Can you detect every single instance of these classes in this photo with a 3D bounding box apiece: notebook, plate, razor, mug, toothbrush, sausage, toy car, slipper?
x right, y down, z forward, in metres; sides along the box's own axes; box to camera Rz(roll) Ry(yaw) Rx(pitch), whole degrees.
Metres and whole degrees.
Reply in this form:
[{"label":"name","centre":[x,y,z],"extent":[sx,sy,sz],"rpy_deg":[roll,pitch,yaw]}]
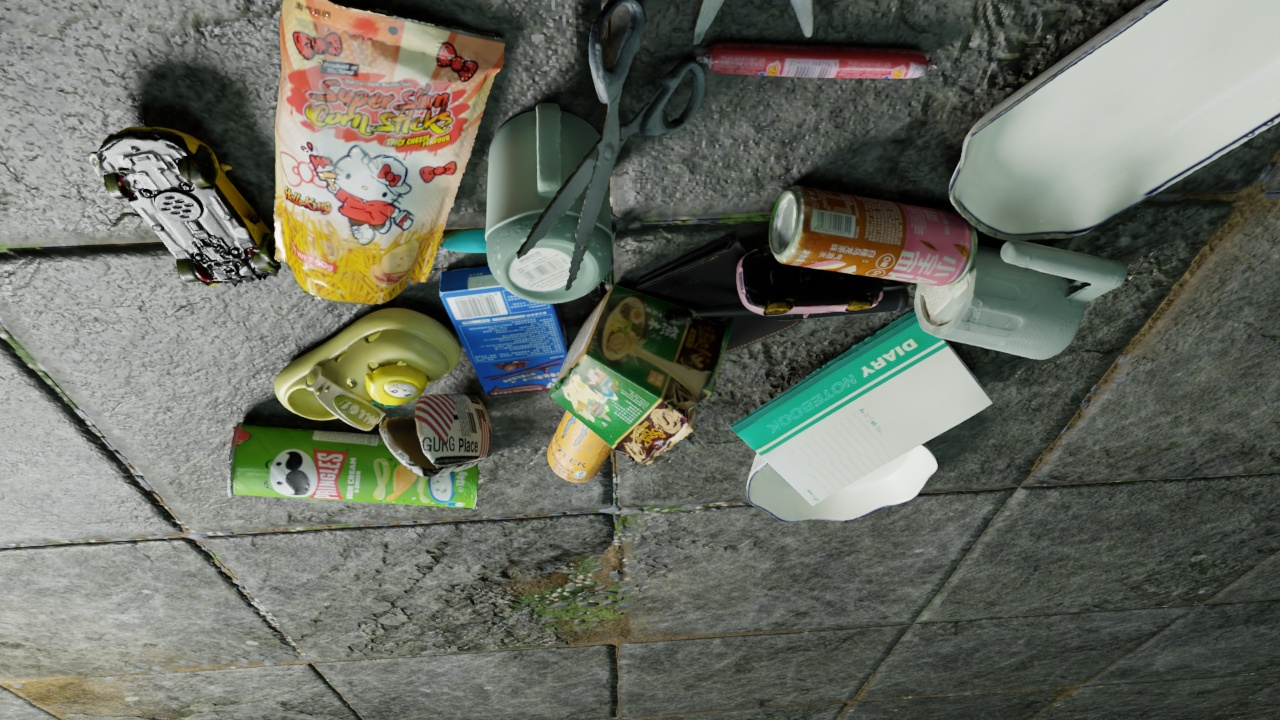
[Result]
[{"label":"notebook","centre":[0.213,0.051,0.883],"extent":[0.209,0.012,0.150],"rpy_deg":[-35,124,21]},{"label":"plate","centre":[0.332,-0.175,0.609],"extent":[0.162,0.034,0.267],"rpy_deg":[23,136,-35]},{"label":"razor","centre":[-0.084,-0.086,0.690],"extent":[0.132,0.028,0.043],"rpy_deg":[1,122,-15]},{"label":"mug","centre":[-0.059,-0.107,0.596],"extent":[0.082,0.106,0.112],"rpy_deg":[0,144,-6]},{"label":"plate","centre":[0.216,0.118,1.008],"extent":[0.205,0.045,0.205],"rpy_deg":[-3,146,-2]},{"label":"toothbrush","centre":[0.120,-0.044,0.747],"extent":[0.212,0.027,0.026],"rpy_deg":[-6,119,-16]},{"label":"sausage","centre":[0.112,-0.188,0.577],"extent":[0.156,0.020,0.020],"rpy_deg":[0,145,-7]},{"label":"toy car","centre":[-0.302,-0.104,0.627],"extent":[0.071,0.041,0.156],"rpy_deg":[-9,147,5]},{"label":"slipper","centre":[-0.237,0.024,0.788],"extent":[0.191,0.081,0.091],"rpy_deg":[-21,145,26]},{"label":"toy car","centre":[0.133,-0.063,0.721],"extent":[0.122,0.056,0.037],"rpy_deg":[-3,174,-17]},{"label":"mug","centre":[0.295,-0.056,0.725],"extent":[0.103,0.083,0.124],"rpy_deg":[9,158,-17]}]

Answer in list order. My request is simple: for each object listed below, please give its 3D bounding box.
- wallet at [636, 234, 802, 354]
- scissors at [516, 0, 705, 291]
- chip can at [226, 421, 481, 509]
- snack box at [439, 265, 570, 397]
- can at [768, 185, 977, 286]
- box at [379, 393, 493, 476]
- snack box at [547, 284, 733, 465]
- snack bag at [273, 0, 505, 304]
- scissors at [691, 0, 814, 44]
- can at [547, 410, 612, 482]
[{"label":"wallet","centre":[0.069,-0.051,0.771],"extent":[0.097,0.020,0.122],"rpy_deg":[-24,139,26]},{"label":"scissors","centre":[-0.016,-0.132,0.550],"extent":[0.171,0.014,0.159],"rpy_deg":[-26,117,-35]},{"label":"chip can","centre":[-0.277,0.105,0.906],"extent":[0.236,0.072,0.072],"rpy_deg":[6,144,-15]},{"label":"snack box","centre":[-0.108,-0.023,0.780],"extent":[0.084,0.026,0.157],"rpy_deg":[-7,145,3]},{"label":"can","centre":[0.173,-0.092,0.688],"extent":[0.147,0.057,0.058],"rpy_deg":[6,144,-16]},{"label":"box","centre":[-0.163,0.063,0.815],"extent":[0.079,0.074,0.163],"rpy_deg":[-38,171,4]},{"label":"snack box","centre":[-0.005,0.004,0.762],"extent":[0.105,0.117,0.118],"rpy_deg":[30,142,-12]},{"label":"snack bag","centre":[-0.174,-0.132,0.596],"extent":[0.128,0.073,0.208],"rpy_deg":[10,136,-19]},{"label":"scissors","centre":[0.074,-0.262,0.463],"extent":[0.224,0.021,0.220],"rpy_deg":[-27,139,28]},{"label":"can","centre":[-0.045,0.060,0.880],"extent":[0.058,0.058,0.146],"rpy_deg":[7,143,-17]}]
